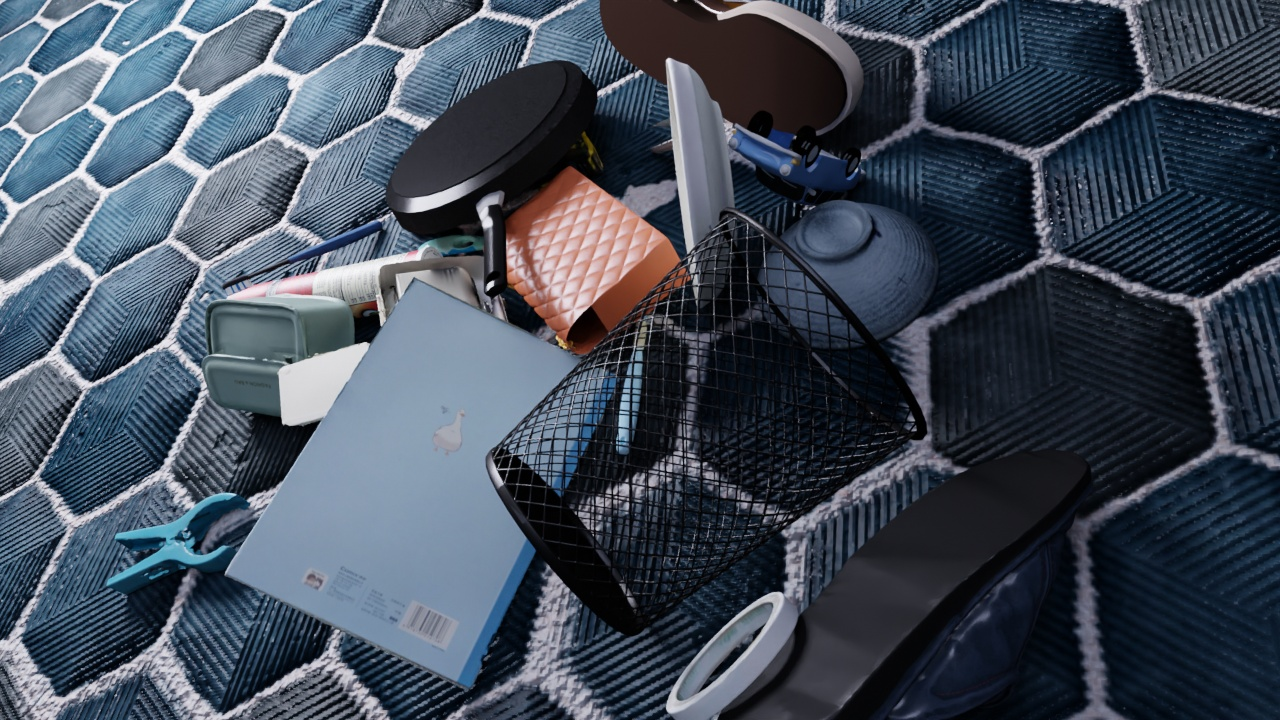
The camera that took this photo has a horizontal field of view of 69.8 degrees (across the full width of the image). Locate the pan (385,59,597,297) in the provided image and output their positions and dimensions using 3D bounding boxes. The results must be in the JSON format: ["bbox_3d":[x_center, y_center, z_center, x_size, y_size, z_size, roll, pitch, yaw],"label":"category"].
[{"bbox_3d":[-0.135,-0.166,0.811,0.225,0.034,0.355,-27,37,12],"label":"pan"}]

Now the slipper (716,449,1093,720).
[{"bbox_3d":[0.157,0.152,0.498,0.265,0.083,0.109,-38,9,-22],"label":"slipper"}]

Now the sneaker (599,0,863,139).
[{"bbox_3d":[0.099,-0.291,0.832,0.116,0.112,0.294,-32,46,-28],"label":"sneaker"}]

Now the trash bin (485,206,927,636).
[{"bbox_3d":[0.030,0.045,0.566,0.210,0.184,0.184,-40,50,0],"label":"trash bin"}]

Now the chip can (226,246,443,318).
[{"bbox_3d":[-0.284,-0.061,0.854,0.215,0.052,0.051,-9,54,18],"label":"chip can"}]

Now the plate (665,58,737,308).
[{"bbox_3d":[0.047,-0.131,0.680,0.034,0.182,0.182,-8,53,2],"label":"plate"}]

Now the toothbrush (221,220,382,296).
[{"bbox_3d":[-0.321,-0.101,0.882,0.167,0.014,0.014,-31,11,-34],"label":"toothbrush"}]

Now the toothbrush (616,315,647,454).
[{"bbox_3d":[-0.004,0.004,0.707,0.022,0.016,0.154,-1,56,12],"label":"toothbrush"}]

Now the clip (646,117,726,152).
[{"bbox_3d":[0.045,-0.207,0.805,0.059,0.052,0.102,-11,10,-15],"label":"clip"}]

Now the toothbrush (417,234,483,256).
[{"bbox_3d":[-0.154,-0.108,0.852,0.135,0.017,0.022,0,60,24],"label":"toothbrush"}]

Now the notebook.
[{"bbox_3d":[-0.145,0.078,0.659,0.181,0.009,0.252,26,65,-1],"label":"notebook"}]

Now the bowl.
[{"bbox_3d":[0.146,-0.079,0.674,0.137,0.057,0.136,-12,53,16],"label":"bowl"}]

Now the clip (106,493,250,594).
[{"bbox_3d":[-0.376,0.166,0.750,0.130,0.030,0.120,-32,55,-1],"label":"clip"}]

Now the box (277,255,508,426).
[{"bbox_3d":[-0.198,-0.015,0.738,0.184,0.044,0.143,-7,50,-17],"label":"box"}]

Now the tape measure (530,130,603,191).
[{"bbox_3d":[-0.077,-0.192,0.864,0.071,0.042,0.072,-27,54,11],"label":"tape measure"}]

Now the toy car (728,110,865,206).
[{"bbox_3d":[0.118,-0.147,0.691,0.056,0.153,0.055,34,112,25],"label":"toy car"}]

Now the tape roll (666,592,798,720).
[{"bbox_3d":[0.052,0.169,0.521,0.093,0.093,0.013,-43,87,-10],"label":"tape roll"}]

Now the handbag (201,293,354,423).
[{"bbox_3d":[-0.316,-0.003,0.799,0.122,0.067,0.106,5,99,25],"label":"handbag"}]

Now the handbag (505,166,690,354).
[{"bbox_3d":[-0.050,-0.078,0.749,0.109,0.060,0.172,-39,42,-6],"label":"handbag"}]
